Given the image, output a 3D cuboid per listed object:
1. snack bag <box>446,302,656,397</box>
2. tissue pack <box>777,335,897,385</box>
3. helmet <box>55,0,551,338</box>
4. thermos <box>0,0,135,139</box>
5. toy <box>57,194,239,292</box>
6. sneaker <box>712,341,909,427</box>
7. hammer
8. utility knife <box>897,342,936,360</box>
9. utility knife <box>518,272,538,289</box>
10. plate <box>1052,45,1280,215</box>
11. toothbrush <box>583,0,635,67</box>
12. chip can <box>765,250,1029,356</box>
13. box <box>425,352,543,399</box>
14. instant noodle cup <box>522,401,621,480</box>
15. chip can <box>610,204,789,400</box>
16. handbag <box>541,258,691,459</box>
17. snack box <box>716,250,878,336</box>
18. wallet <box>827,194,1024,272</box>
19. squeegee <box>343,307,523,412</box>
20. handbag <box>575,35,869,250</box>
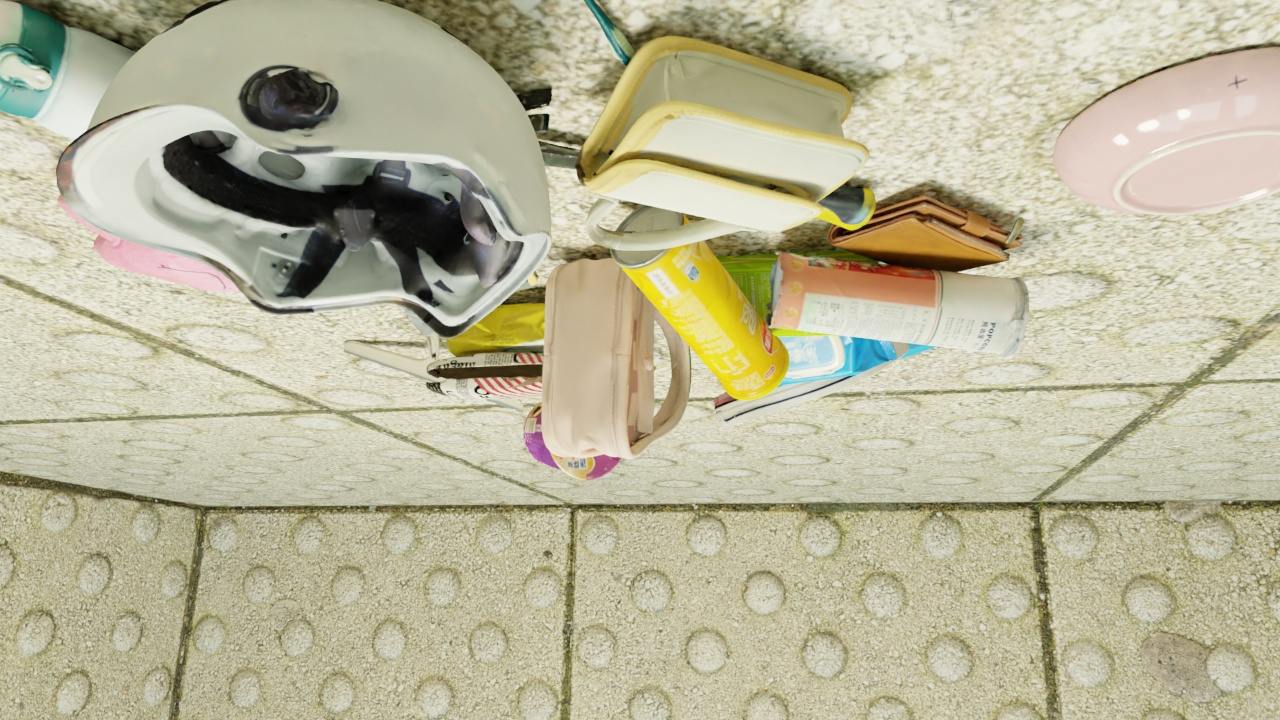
[{"bbox_3d":[-0.100,-0.015,1.066,0.158,0.068,0.246,-5,163,23],"label":"snack bag"},{"bbox_3d":[0.180,-0.024,0.958,0.157,0.095,0.052,-10,-156,34],"label":"tissue pack"},{"bbox_3d":[-0.175,-0.126,0.537,0.258,0.145,0.230,10,159,-15],"label":"helmet"},{"bbox_3d":[-0.303,-0.153,0.590,0.073,0.073,0.224,-12,159,39],"label":"thermos"},{"bbox_3d":[-0.387,-0.099,0.783,0.179,0.074,0.194,1,167,18],"label":"toy"},{"bbox_3d":[0.192,0.001,1.071,0.241,0.088,0.118,-20,177,-2],"label":"sneaker"},{"bbox_3d":[0.028,-0.138,0.686,0.323,0.031,0.126,6,164,-16],"label":"hammer"},{"bbox_3d":[0.328,-0.016,1.116,0.034,0.018,0.166,9,161,-35],"label":"utility knife"},{"bbox_3d":[-0.127,-0.097,0.883,0.031,0.018,0.152,-7,159,7],"label":"utility knife"},{"bbox_3d":[0.388,-0.141,0.625,0.192,0.039,0.192,1,164,0],"label":"plate"},{"bbox_3d":[-0.012,-0.184,0.554,0.018,0.016,0.191,5,167,24],"label":"toothbrush"},{"bbox_3d":[0.222,-0.050,0.810,0.215,0.071,0.071,6,164,1],"label":"chip can"},{"bbox_3d":[-0.152,0.025,0.985,0.164,0.064,0.074,-2,145,19],"label":"box"},{"bbox_3d":[-0.085,0.088,1.122,0.111,0.111,0.099,11,171,-31],"label":"instant noodle cup"},{"bbox_3d":[0.057,-0.047,0.815,0.072,0.071,0.213,-9,143,33],"label":"chip can"},{"bbox_3d":[-0.006,0.005,0.941,0.093,0.193,0.234,1,174,26],"label":"handbag"},{"bbox_3d":[0.147,-0.062,0.879,0.156,0.026,0.086,-2,132,11],"label":"snack box"},{"bbox_3d":[0.248,-0.103,0.781,0.130,0.035,0.119,12,163,-34],"label":"wallet"},{"bbox_3d":[-0.253,-0.032,1.077,0.246,0.039,0.247,19,158,3],"label":"squeegee"},{"bbox_3d":[0.042,-0.118,0.615,0.163,0.063,0.179,7,150,-27],"label":"handbag"}]
